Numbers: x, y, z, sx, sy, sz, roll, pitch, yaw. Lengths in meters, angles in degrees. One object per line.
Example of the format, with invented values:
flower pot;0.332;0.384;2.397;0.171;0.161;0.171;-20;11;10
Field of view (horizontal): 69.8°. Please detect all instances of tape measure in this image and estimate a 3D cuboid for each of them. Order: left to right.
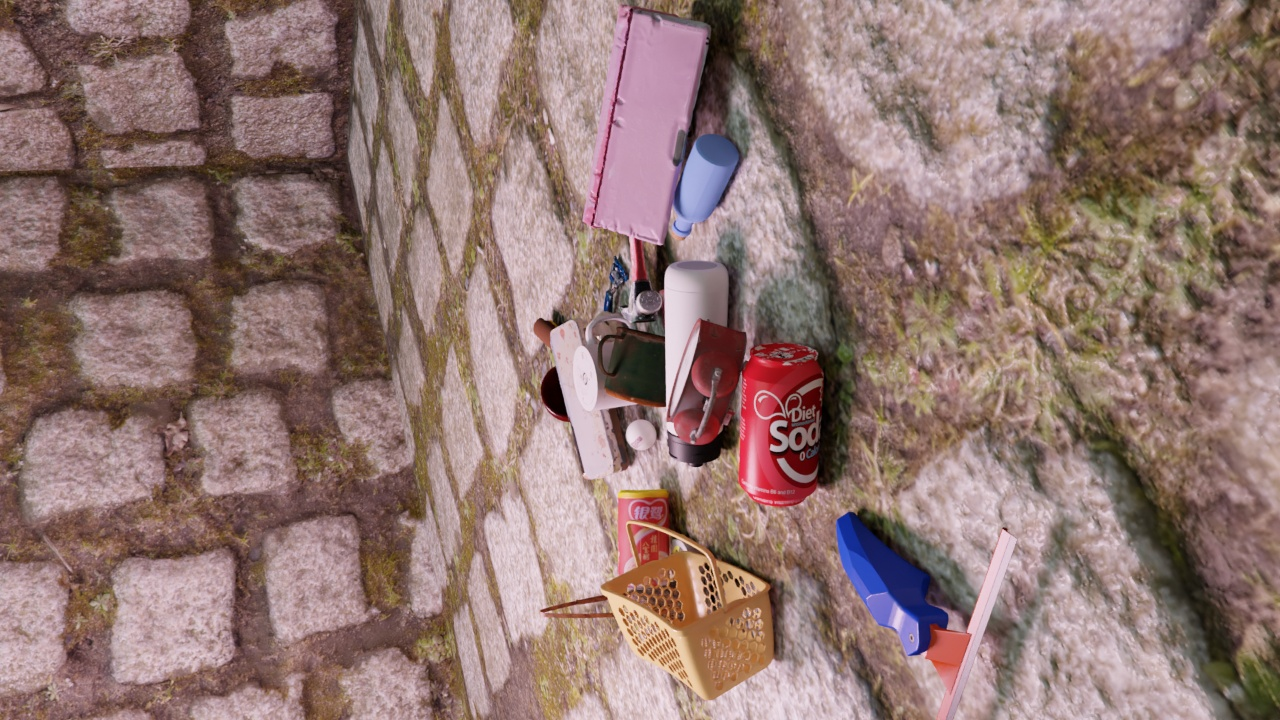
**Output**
tape measure;0.059;0.256;1.152;0.065;0.016;0.064;-141;49;-58

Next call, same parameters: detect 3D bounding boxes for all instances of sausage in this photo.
sausage;-0.131;-0.032;1.471;0.155;0.040;0.040;-143;50;-58

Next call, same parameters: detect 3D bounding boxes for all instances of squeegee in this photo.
squeegee;0.207;0.188;0.753;0.184;0.055;0.250;-116;28;-58

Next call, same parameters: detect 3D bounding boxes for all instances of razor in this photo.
razor;-0.042;-0.076;1.280;0.044;0.018;0.141;-121;33;-42

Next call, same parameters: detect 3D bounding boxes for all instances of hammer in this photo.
hammer;-0.012;-0.205;1.132;0.140;0.036;0.326;142;123;-80

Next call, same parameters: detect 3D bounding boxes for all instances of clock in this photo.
clock;0.070;0.026;0.898;0.156;0.062;0.110;-80;8;-69

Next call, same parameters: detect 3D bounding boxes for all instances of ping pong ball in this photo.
ping pong ball;0.001;0.098;1.207;0.040;0.040;0.040;172;90;-66

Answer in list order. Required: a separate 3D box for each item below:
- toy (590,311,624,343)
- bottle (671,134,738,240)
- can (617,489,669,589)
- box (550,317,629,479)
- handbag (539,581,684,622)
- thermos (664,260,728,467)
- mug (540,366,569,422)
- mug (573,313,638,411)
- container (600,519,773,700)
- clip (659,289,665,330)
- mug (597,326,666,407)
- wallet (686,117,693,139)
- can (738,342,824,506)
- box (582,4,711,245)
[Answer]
toy;-0.041;-0.027;1.247;0.112;0.050;0.087;94;160;-67
bottle;0.061;-0.177;0.979;0.131;0.048;0.048;116;140;-51
can;0.004;0.229;1.184;0.067;0.066;0.124;161;110;-66
box;-0.059;0.052;1.269;0.096;0.114;0.217;-18;83;33
handbag;-0.030;0.315;1.151;0.094;0.195;0.043;-175;85;-69
thermos;0.057;0.003;1.028;0.101;0.068;0.230;-124;32;-69
mug;-0.097;0.066;1.392;0.114;0.087;0.088;47;166;11
mug;-0.029;-0.001;1.175;0.083;0.096;0.119;166;96;-66
container;0.051;0.262;1.024;0.184;0.129;0.167;4;112;61
clip;0.041;-0.063;1.100;0.060;0.044;0.023;63;175;-32
mug;-0.007;0.006;1.084;0.085;0.111;0.081;18;96;54
wallet;0.026;-0.310;1.047;0.099;0.026;0.121;13;107;60
can;0.131;0.060;0.859;0.074;0.074;0.142;-147;54;-60
box;0.017;-0.243;0.969;0.107;0.099;0.233;32;118;40
